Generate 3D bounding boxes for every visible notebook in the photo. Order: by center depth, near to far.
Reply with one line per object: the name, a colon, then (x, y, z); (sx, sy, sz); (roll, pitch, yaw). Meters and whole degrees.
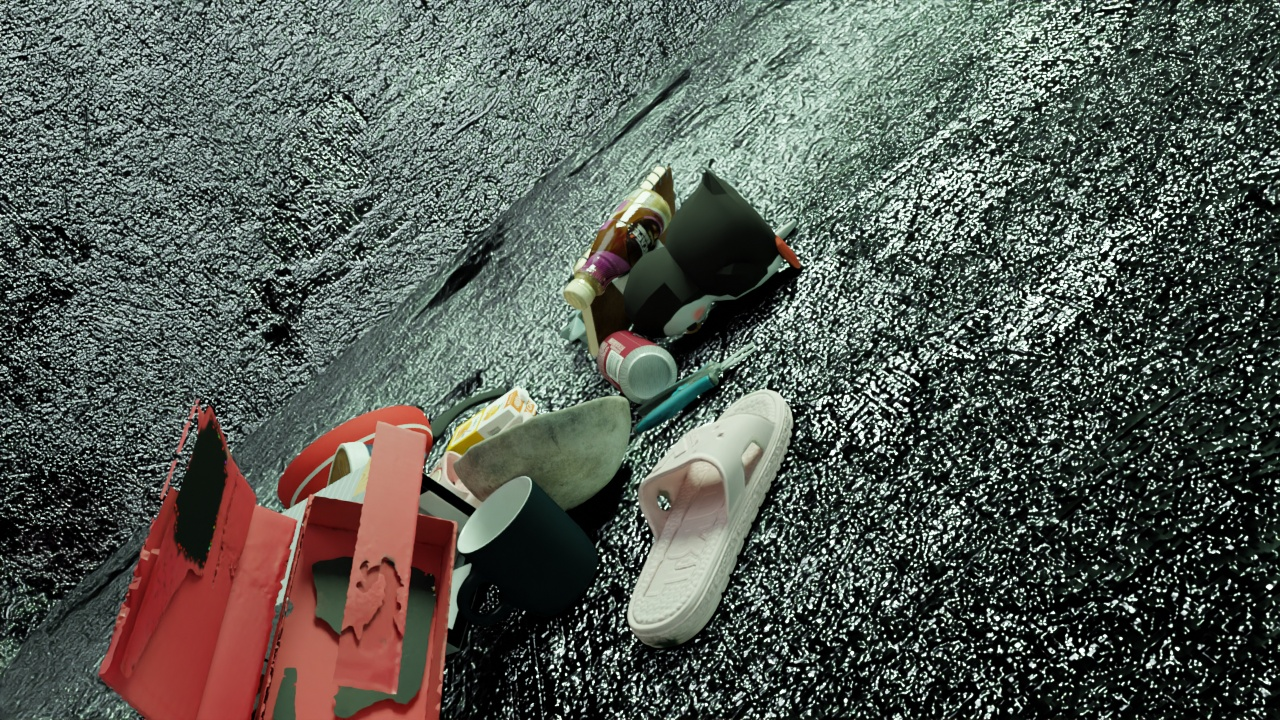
notebook: (-0.013, -0.131, 1.185); (0.024, 0.168, 0.224); (18, 52, 23)

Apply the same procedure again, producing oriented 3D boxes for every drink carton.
drink carton: (-0.194, 0.089, 1.214); (0.123, 0.040, 0.058); (-34, 21, 22)

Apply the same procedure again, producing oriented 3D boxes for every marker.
marker: (0.132, -0.118, 1.079); (0.138, 0.016, 0.022); (-42, -4, -5)

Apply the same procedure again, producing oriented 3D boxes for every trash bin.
trash bin: (-0.295, 0.223, 0.927); (0.248, 0.142, 0.142); (-28, 34, 34)

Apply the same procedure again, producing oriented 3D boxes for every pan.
pan: (-0.316, 0.116, 1.248); (0.355, 0.067, 0.209); (-22, -24, -39)

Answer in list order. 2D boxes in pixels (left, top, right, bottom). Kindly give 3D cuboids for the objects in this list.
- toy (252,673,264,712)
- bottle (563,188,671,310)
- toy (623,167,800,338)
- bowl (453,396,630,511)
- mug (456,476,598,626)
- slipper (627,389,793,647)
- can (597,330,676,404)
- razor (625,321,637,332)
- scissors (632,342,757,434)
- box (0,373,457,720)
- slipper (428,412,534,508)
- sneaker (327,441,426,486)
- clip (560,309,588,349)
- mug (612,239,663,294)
toy: (-0.451, 0.350, 1.091); (0.164, 0.093, 0.172); (-18, 18, 44)
bottle: (-0.029, -0.125, 1.054); (0.165, 0.059, 0.060); (-53, 22, -26)
toy: (0.053, -0.107, 1.008); (0.184, 0.140, 0.159); (-42, 31, 11)
bowl: (-0.081, 0.103, 0.873); (0.178, 0.081, 0.178); (-22, -13, -6)
mug: (-0.106, 0.175, 0.783); (0.121, 0.094, 0.085); (-46, 20, -12)
slipper: (0.043, 0.103, 0.703); (0.094, 0.064, 0.238); (-23, 28, 43)
can: (-0.006, 0.006, 1.000); (0.063, 0.063, 0.114); (-43, 19, -4)
razor: (0.012, -0.077, 1.206); (0.043, 0.022, 0.143); (-19, 29, 50)
scissors: (0.048, 0.030, 0.913); (0.148, 0.019, 0.123); (-43, 15, -22)
box: (-0.285, 0.180, 0.682); (0.121, 0.318, 0.210); (-33, 40, 29)
slipper: (-0.201, 0.136, 1.034); (0.222, 0.055, 0.106); (-40, 21, 8)
sneaker: (-0.331, 0.196, 1.132); (0.295, 0.127, 0.120); (-56, 47, 40)
clip: (-0.056, -0.086, 1.281); (0.158, 0.030, 0.174); (-57, 16, -5)
mug: (0.020, -0.095, 1.125); (0.073, 0.089, 0.105); (-37, 20, 13)
